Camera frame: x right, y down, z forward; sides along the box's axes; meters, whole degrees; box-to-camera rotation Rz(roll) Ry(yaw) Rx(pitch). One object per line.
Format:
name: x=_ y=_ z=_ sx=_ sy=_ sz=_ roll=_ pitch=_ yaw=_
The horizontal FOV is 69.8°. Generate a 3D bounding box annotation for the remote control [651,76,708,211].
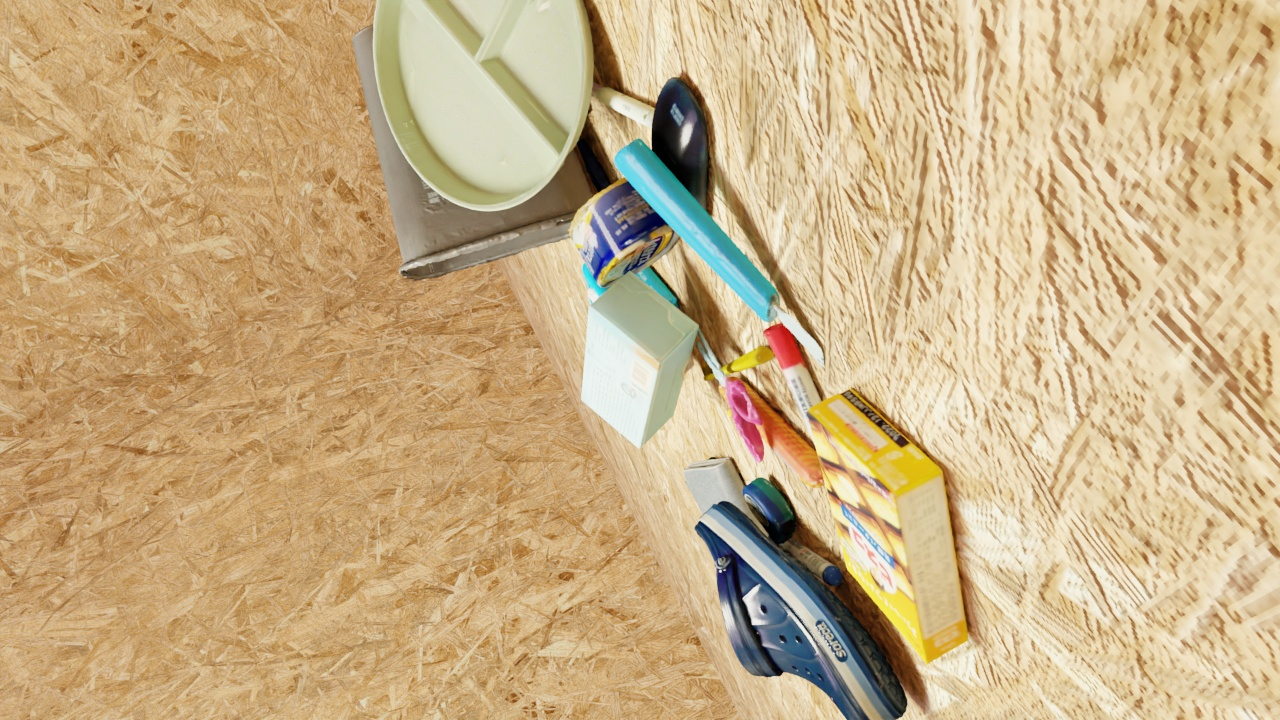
remote control: x=0.024 y=-0.124 z=0.586 sx=0.053 sy=0.024 sz=0.136 roll=59 pitch=171 yaw=21

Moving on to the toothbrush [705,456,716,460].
toothbrush: x=0.115 y=0.191 z=1.018 sx=0.017 sy=0.012 sz=0.186 roll=-23 pitch=95 yaw=43

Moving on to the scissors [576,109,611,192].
scissors: x=-0.061 y=-0.219 z=0.866 sx=0.176 sy=0.012 sz=0.162 roll=64 pitch=173 yaw=8

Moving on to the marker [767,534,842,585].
marker: x=0.140 y=0.168 z=0.791 sx=0.017 sy=0.017 sz=0.146 roll=64 pitch=172 yaw=-6

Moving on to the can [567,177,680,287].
can: x=-0.012 y=-0.099 z=0.717 sx=0.049 sy=0.074 sz=0.148 roll=61 pitch=171 yaw=2

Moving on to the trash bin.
trash bin: x=-0.160 y=-0.207 z=0.880 sx=0.198 sy=0.199 sz=0.220 roll=-156 pitch=49 yaw=-82

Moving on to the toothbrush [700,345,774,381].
toothbrush: x=0.071 y=0.002 z=0.713 sx=0.190 sy=0.015 sz=0.016 roll=146 pitch=104 yaw=-82

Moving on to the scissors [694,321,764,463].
scissors: x=0.062 y=0.010 z=0.685 sx=0.077 sy=0.017 sz=0.137 roll=77 pitch=171 yaw=-51

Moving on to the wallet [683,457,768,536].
wallet: x=0.099 y=0.165 z=0.973 sx=0.129 sy=0.037 sz=0.107 roll=63 pitch=161 yaw=-2

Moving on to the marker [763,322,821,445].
marker: x=0.113 y=0.044 z=0.576 sx=0.145 sy=0.017 sz=0.017 roll=65 pitch=172 yaw=-8

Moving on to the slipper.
slipper: x=0.108 y=0.207 z=0.754 sx=0.105 sy=0.095 sz=0.253 roll=47 pitch=178 yaw=-36

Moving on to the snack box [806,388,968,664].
snack box: x=0.139 y=0.093 z=0.515 sx=0.087 sy=0.033 sz=0.140 roll=53 pitch=168 yaw=55

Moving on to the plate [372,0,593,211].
plate: x=-0.125 y=-0.233 z=0.715 sx=0.230 sy=0.027 sz=0.230 roll=13 pitch=112 yaw=35

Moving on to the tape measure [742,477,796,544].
tape measure: x=0.114 y=0.128 z=0.802 sx=0.058 sy=0.025 sz=0.054 roll=51 pitch=166 yaw=25

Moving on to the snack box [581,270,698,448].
snack box: x=-0.005 y=0.005 z=0.778 sx=0.074 sy=0.051 sz=0.175 roll=40 pitch=155 yaw=15

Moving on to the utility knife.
utility knife: x=0.048 y=-0.066 z=0.554 sx=0.185 sy=0.018 sz=0.034 roll=49 pitch=164 yaw=12

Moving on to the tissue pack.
tissue pack: x=-0.005 y=-0.042 z=0.878 sx=0.140 sy=0.063 sz=0.090 roll=55 pitch=168 yaw=46

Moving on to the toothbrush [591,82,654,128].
toothbrush: x=-0.023 y=-0.195 z=0.681 sx=0.020 sy=0.029 sz=0.189 roll=19 pitch=-165 yaw=-29

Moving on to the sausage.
sausage: x=0.096 y=0.049 z=0.678 sx=0.165 sy=0.021 sz=0.021 roll=50 pitch=165 yaw=58
